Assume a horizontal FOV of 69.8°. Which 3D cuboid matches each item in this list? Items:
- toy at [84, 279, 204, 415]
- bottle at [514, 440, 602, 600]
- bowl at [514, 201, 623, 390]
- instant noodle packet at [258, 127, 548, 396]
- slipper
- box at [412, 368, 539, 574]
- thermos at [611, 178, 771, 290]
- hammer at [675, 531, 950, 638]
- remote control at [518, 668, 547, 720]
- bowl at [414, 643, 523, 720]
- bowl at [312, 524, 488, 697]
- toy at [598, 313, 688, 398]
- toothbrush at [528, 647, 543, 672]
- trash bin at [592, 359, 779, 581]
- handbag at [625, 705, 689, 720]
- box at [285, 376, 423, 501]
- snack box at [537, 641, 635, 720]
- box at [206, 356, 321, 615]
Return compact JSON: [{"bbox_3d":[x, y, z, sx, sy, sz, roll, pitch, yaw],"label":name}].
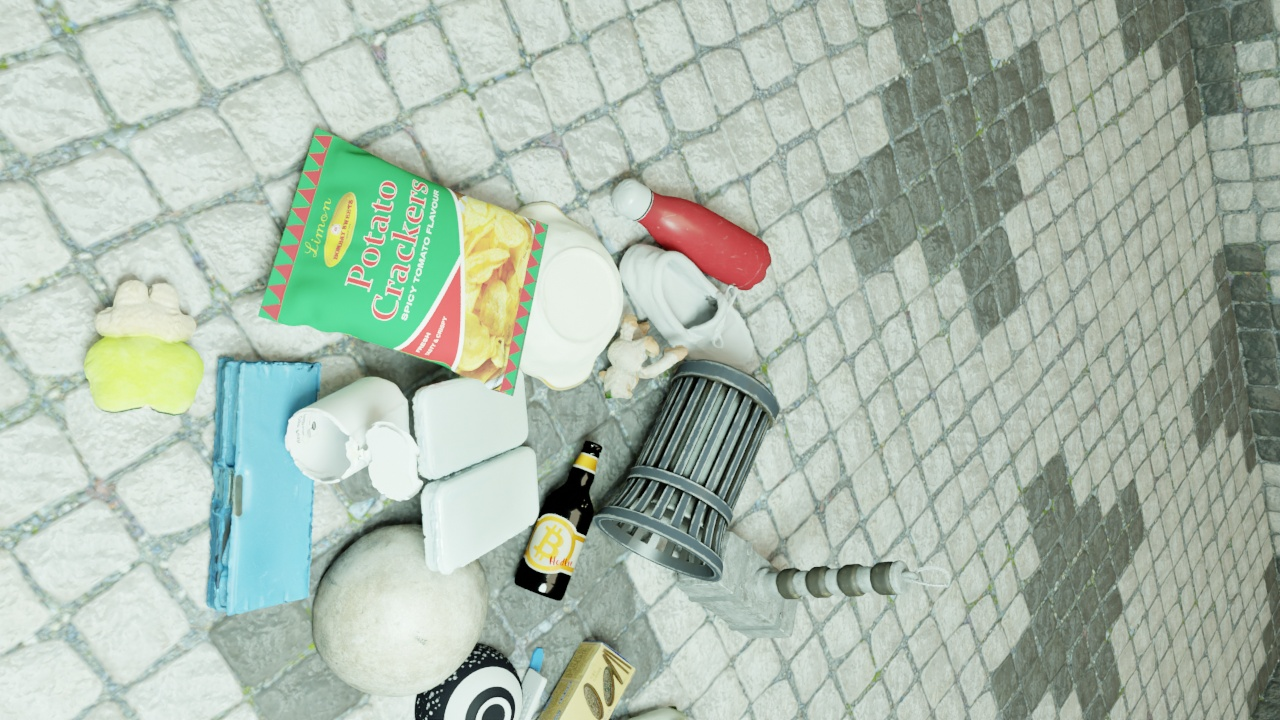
[{"bbox_3d":[-0.421,-0.011,0.784,0.092,0.046,0.115,4,84,-40],"label":"toy"},{"bbox_3d":[-0.085,0.180,1.056,0.059,0.059,0.181,30,74,-36],"label":"bottle"},{"bbox_3d":[-0.085,-0.072,1.041,0.188,0.060,0.219,-20,106,-36],"label":"bowl"},{"bbox_3d":[-0.219,-0.093,0.901,0.252,0.091,0.195,20,69,-28],"label":"instant noodle packet"},{"bbox_3d":[0.072,-0.064,1.158,0.112,0.075,0.246,-53,132,-5],"label":"slipper"},{"bbox_3d":[-0.164,0.105,0.952,0.208,0.037,0.189,-13,104,-69],"label":"box"},{"bbox_3d":[0.062,-0.160,1.144,0.239,0.073,0.073,23,79,-37],"label":"thermos"},{"bbox_3d":[0.216,0.275,1.137,0.177,0.327,0.079,42,50,-33],"label":"hammer"},{"bbox_3d":[-0.141,0.416,1.037,0.012,0.033,0.130,31,77,-34],"label":"remote control"},{"bbox_3d":[-0.175,0.375,0.991,0.120,0.066,0.120,-3,94,-39],"label":"bowl"},{"bbox_3d":[-0.230,0.258,0.911,0.178,0.081,0.178,-3,97,-25],"label":"bowl"},{"bbox_3d":[-0.006,0.006,1.101,0.106,0.085,0.074,-57,157,2],"label":"toy"},{"bbox_3d":[-0.134,0.417,1.060,0.016,0.014,0.166,19,80,-38],"label":"toothbrush"},{"bbox_3d":[0.066,0.126,1.114,0.164,0.165,0.227,41,64,-33],"label":"trash bin"},{"bbox_3d":[0.020,0.525,1.122,0.112,0.124,0.171,4,84,-45],"label":"handbag"},{"bbox_3d":[-0.237,0.070,0.848,0.106,0.150,0.080,-37,136,-61],"label":"box"},{"bbox_3d":[-0.085,0.428,1.052,0.057,0.056,0.206,41,61,-15],"label":"snack box"},{"bbox_3d":[-0.344,0.114,0.848,0.093,0.053,0.231,3,91,-40],"label":"box"}]
